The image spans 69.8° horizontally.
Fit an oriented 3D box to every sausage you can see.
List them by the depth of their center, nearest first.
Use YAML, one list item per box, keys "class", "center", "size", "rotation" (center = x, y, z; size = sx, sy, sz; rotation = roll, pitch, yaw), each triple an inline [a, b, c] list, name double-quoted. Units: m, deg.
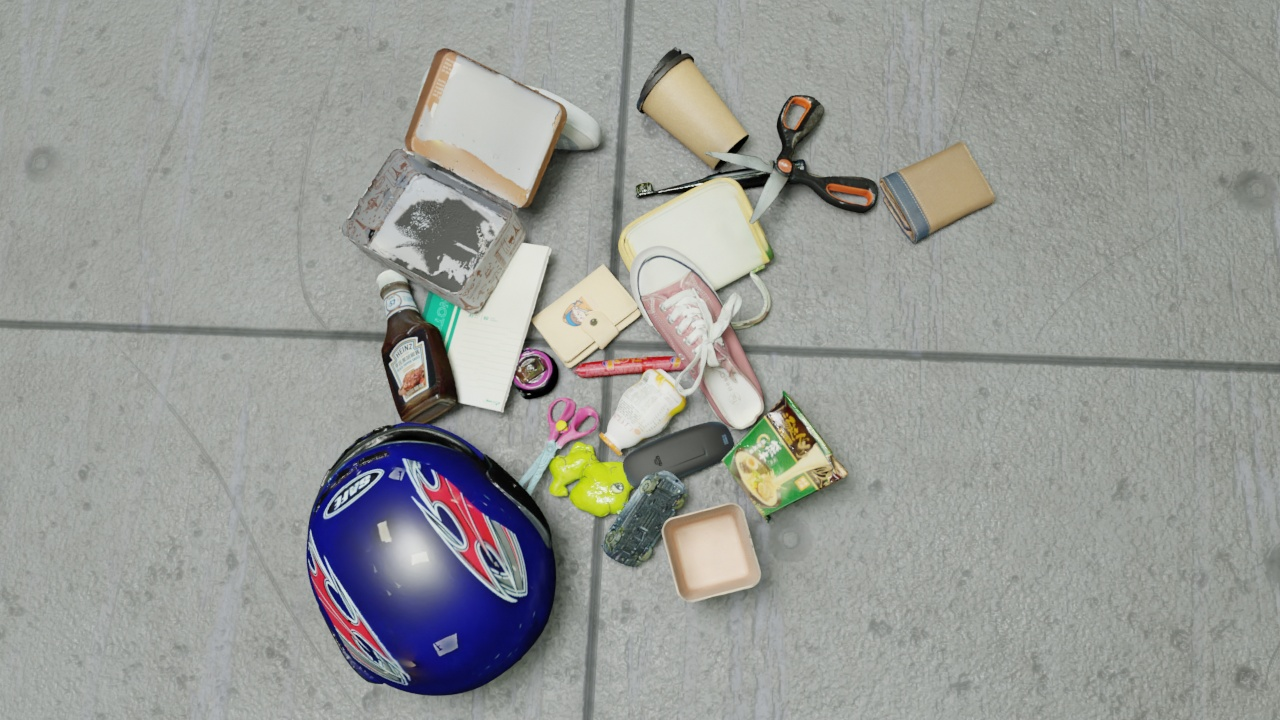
- class: "sausage"
  center: [-0.007, 0.006, 1.107]
  size: [0.156, 0.020, 0.020]
  rotation: [-4, 78, 3]

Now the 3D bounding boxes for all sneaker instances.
- class: "sneaker"
  center: [0.071, -0.026, 1.045]
  size: [0.118, 0.088, 0.241]
  rotation: [-31, 94, -3]
- class: "sneaker"
  center: [-0.171, -0.291, 1.146]
  size: [0.242, 0.089, 0.090]
  rotation: [17, 82, 8]

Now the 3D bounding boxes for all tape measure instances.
- class: "tape measure"
  center: [-0.128, 0.015, 1.103]
  size: [0.058, 0.039, 0.057]
  rotation: [-33, 78, -3]

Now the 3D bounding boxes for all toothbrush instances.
- class: "toothbrush"
  center: [0.099, -0.224, 1.144]
  size: [0.213, 0.026, 0.027]
  rotation: [-7, 90, 3]

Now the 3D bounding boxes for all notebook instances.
- class: "notebook"
  center: [-0.202, -0.050, 1.118]
  size: [0.150, 0.012, 0.209]
  rotation: [10, 79, 22]

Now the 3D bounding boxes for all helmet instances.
- class: "helmet"
  center: [-0.234, 0.197, 0.973]
  size: [0.247, 0.240, 0.315]
  rotation: [-39, 78, -6]

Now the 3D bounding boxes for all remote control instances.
- class: "remote control"
  center: [0.046, 0.109, 1.067]
  size: [0.136, 0.024, 0.053]
  rotation: [-20, 79, -12]

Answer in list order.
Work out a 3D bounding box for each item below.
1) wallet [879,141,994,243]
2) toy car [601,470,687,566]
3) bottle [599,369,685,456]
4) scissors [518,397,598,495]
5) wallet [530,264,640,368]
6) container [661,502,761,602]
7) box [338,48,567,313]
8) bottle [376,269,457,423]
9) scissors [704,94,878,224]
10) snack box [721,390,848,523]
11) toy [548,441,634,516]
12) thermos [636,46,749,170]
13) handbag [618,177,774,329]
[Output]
- class: "wallet"
  center: [0.361, -0.206, 1.119]
  size: [0.115, 0.033, 0.090]
  rotation: [-27, 80, -3]
- class: "toy car"
  center: [0.003, 0.179, 1.048]
  size: [0.054, 0.037, 0.121]
  rotation: [32, 96, -25]
- class: "bottle"
  center: [0.001, 0.062, 1.072]
  size: [0.063, 0.063, 0.108]
  rotation: [44, 84, 11]
- class: "scissors"
  center: [-0.096, 0.105, 1.076]
  size: [0.073, 0.017, 0.137]
  rotation: [16, 62, 18]
- class: "wallet"
  center: [-0.065, -0.052, 1.119]
  size: [0.115, 0.024, 0.087]
  rotation: [-38, 74, -5]
- class: "container"
  center: [0.077, 0.212, 1.010]
  size: [0.090, 0.111, 0.090]
  rotation: [-15, 77, 0]
- class: "box"
  center: [-0.211, -0.213, 1.082]
  size: [0.179, 0.110, 0.259]
  rotation: [28, 83, 12]
- class: "bottle"
  center: [-0.278, -0.022, 1.108]
  size: [0.080, 0.044, 0.194]
  rotation: [-30, 66, 20]
- class: "scissors"
  center: [0.188, -0.239, 1.106]
  size: [0.234, 0.022, 0.220]
  rotation: [17, 61, -12]
- class: "snack box"
  center: [0.156, 0.111, 1.032]
  size: [0.106, 0.118, 0.117]
  rotation: [-37, 78, 6]
- class: "toy"
  center: [-0.057, 0.143, 1.076]
  size: [0.096, 0.031, 0.100]
  rotation: [-31, 73, -4]
- class: "thermos"
  center: [0.064, -0.308, 1.136]
  size: [0.093, 0.093, 0.143]
  rotation: [-43, 86, -5]
- class: "handbag"
  center: [0.077, -0.111, 1.113]
  size: [0.163, 0.063, 0.178]
  rotation: [-28, 92, -2]
